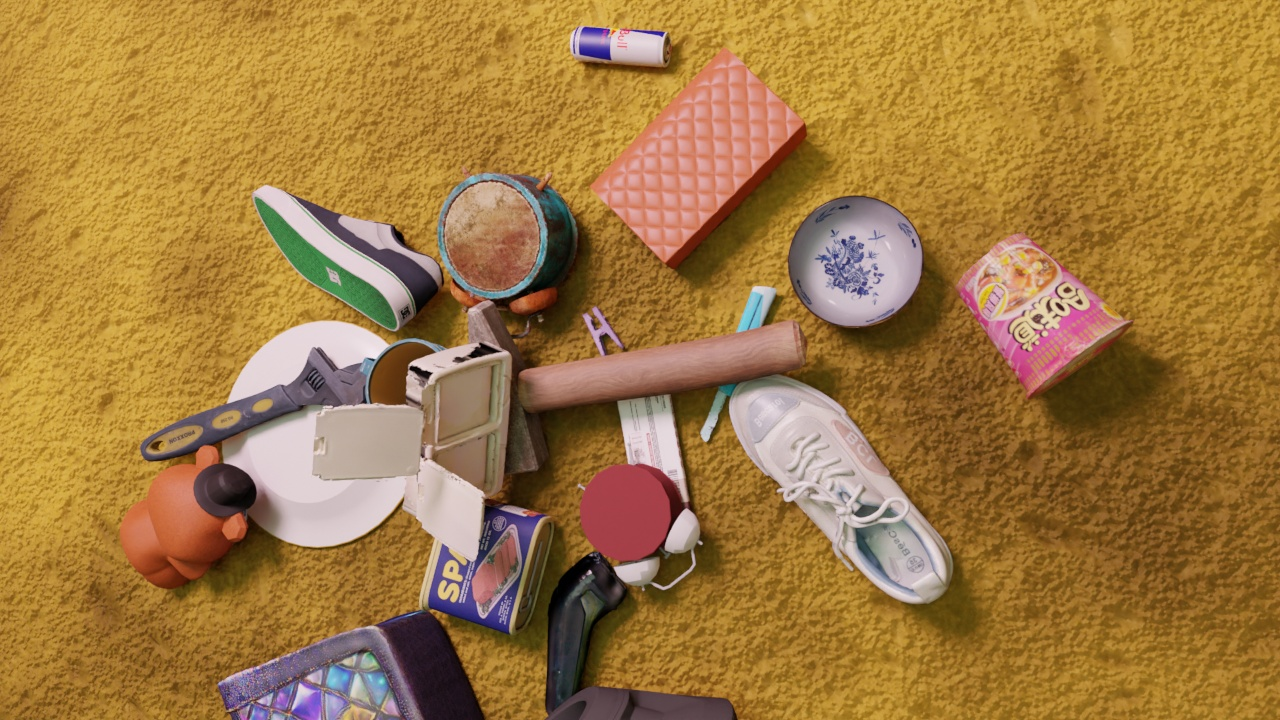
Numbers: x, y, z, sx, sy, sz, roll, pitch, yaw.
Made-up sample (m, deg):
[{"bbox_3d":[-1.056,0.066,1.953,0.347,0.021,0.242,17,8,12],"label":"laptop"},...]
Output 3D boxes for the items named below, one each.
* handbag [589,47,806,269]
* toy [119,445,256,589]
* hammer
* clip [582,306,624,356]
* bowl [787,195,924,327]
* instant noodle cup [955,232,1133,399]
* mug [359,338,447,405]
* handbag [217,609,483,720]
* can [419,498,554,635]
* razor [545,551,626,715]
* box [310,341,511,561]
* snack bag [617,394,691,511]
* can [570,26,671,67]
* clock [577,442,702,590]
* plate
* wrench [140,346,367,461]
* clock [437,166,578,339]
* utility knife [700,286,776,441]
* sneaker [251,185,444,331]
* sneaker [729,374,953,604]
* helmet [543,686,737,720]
[{"bbox_3d":[0.051,-0.183,0.836,0.172,0.060,0.109,-45,81,8],"label":"handbag"},{"bbox_3d":[-0.445,0.156,0.903,0.177,0.096,0.112,-34,75,38],"label":"toy"},{"bbox_3d":[-0.005,0.005,0.806,0.301,0.037,0.158,-9,104,15],"label":"hammer"},{"bbox_3d":[-0.037,-0.026,0.866,0.035,0.013,0.052,-35,74,7],"label":"clip"},{"bbox_3d":[0.187,-0.081,0.799,0.114,0.045,0.114,-2,83,13],"label":"bowl"},{"bbox_3d":[0.318,-0.040,0.743,0.098,0.097,0.108,-37,68,7],"label":"instant noodle cup"},{"bbox_3d":[-0.204,0.023,0.854,0.112,0.104,0.084,21,89,17],"label":"mug"},{"bbox_3d":[-0.265,0.350,0.821,0.222,0.125,0.204,-28,78,7],"label":"handbag"},{"bbox_3d":[-0.139,0.185,0.844,0.092,0.056,0.116,14,87,14],"label":"can"},{"bbox_3d":[-0.054,0.248,0.823,0.067,0.054,0.151,10,92,-2],"label":"razor"},{"bbox_3d":[-0.154,0.083,0.726,0.106,0.192,0.144,21,117,33],"label":"box"},{"bbox_3d":[0.013,0.089,0.839,0.057,0.013,0.158,-13,82,15],"label":"snack bag"},{"bbox_3d":[-0.019,-0.302,0.882,0.095,0.032,0.032,9,86,15],"label":"can"},{"bbox_3d":[-0.001,0.141,0.808,0.087,0.044,0.124,-41,75,11],"label":"clock"},{"bbox_3d":[-0.326,0.071,0.921,0.230,0.021,0.229,-2,83,14],"label":"plate"},{"bbox_3d":[-0.379,0.049,0.912,0.274,0.022,0.073,-20,86,10],"label":"wrench"},{"bbox_3d":[-0.124,-0.099,0.866,0.121,0.073,0.158,8,101,19],"label":"clock"},{"bbox_3d":[0.088,0.004,0.831,0.022,0.015,0.151,20,91,14],"label":"utility knife"},{"bbox_3d":[-0.291,-0.116,0.914,0.235,0.084,0.078,32,56,23],"label":"sneaker"},{"bbox_3d":[0.165,0.101,0.761,0.089,0.090,0.242,-43,75,7],"label":"sneaker"},{"bbox_3d":[-0.017,0.367,0.738,0.170,0.164,0.265,43,105,0],"label":"helmet"}]
